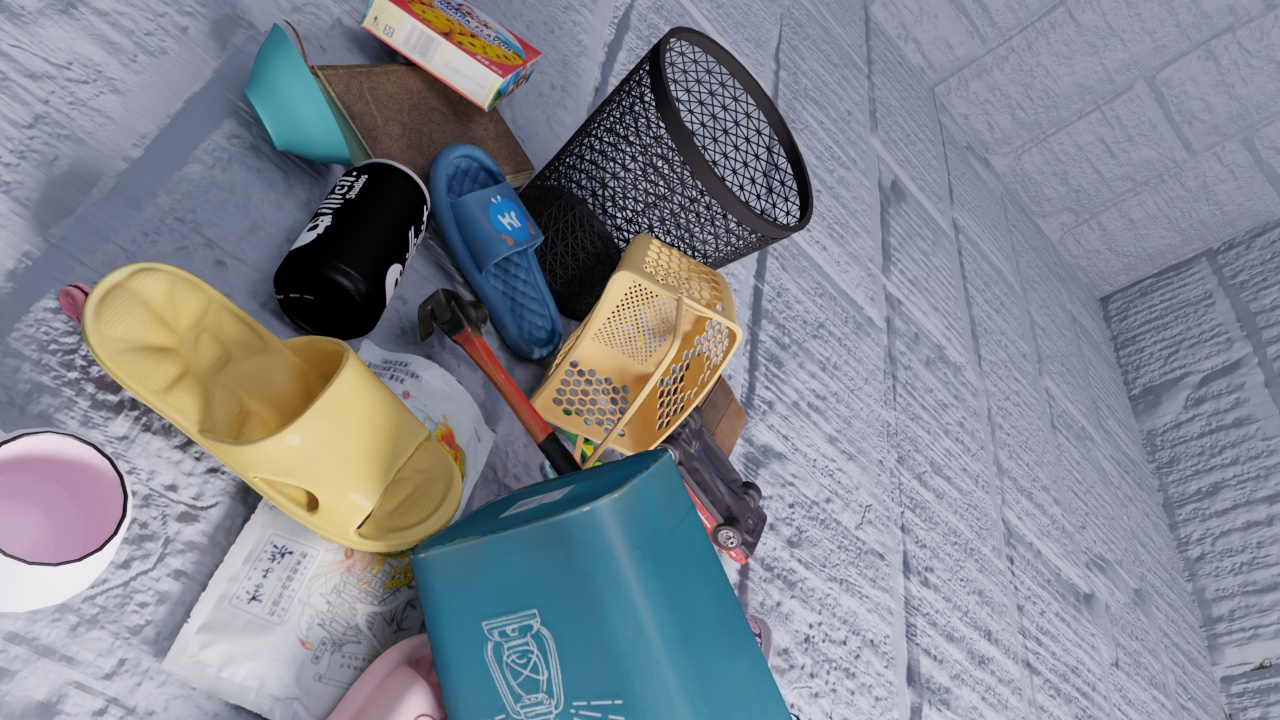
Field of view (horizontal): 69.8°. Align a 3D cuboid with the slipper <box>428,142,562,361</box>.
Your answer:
[{"bbox_3d":[-0.121,-0.102,0.847,0.103,0.059,0.214,-47,118,-54],"label":"slipper"}]

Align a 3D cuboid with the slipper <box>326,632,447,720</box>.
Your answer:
[{"bbox_3d":[-0.159,0.262,0.547,0.220,0.056,0.107,-51,125,-51],"label":"slipper"}]

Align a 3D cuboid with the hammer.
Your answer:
[{"bbox_3d":[-0.066,0.073,0.730,0.333,0.033,0.133,51,4,9],"label":"hammer"}]

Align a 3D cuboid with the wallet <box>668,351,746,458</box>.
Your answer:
[{"bbox_3d":[0.074,0.056,1.023,0.098,0.027,0.120,57,33,-13],"label":"wallet"}]

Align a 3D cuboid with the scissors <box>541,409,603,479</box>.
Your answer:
[{"bbox_3d":[-0.046,0.106,0.854,0.129,0.012,0.116,53,36,-6],"label":"scissors"}]

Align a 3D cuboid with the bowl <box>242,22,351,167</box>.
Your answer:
[{"bbox_3d":[-0.282,-0.201,0.733,0.046,0.121,0.121,-30,90,-16],"label":"bowl"}]

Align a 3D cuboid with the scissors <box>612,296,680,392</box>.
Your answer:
[{"bbox_3d":[0.012,-0.016,1.015,0.125,0.013,0.129,-18,84,-55],"label":"scissors"}]

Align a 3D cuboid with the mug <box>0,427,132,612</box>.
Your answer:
[{"bbox_3d":[-0.326,0.069,0.474,0.124,0.076,0.090,58,35,-2],"label":"mug"}]

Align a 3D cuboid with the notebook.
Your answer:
[{"bbox_3d":[-0.214,-0.235,0.874,0.190,0.035,0.214,59,34,-1],"label":"notebook"}]

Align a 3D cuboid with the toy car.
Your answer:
[{"bbox_3d":[0.062,0.119,0.939,0.189,0.056,0.081,51,37,-10],"label":"toy car"}]

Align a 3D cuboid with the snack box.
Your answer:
[{"bbox_3d":[-0.184,-0.321,0.920,0.142,0.040,0.144,33,29,-7],"label":"snack box"}]

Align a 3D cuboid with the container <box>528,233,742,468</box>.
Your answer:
[{"bbox_3d":[-0.005,0.005,0.806,0.129,0.184,0.166,27,36,-13],"label":"container"}]

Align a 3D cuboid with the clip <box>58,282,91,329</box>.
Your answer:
[{"bbox_3d":[-0.336,-0.024,0.580,0.049,0.023,0.058,-11,75,-59],"label":"clip"}]

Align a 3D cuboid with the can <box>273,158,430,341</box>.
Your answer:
[{"bbox_3d":[-0.221,-0.088,0.718,0.080,0.080,0.145,40,39,-25],"label":"can"}]

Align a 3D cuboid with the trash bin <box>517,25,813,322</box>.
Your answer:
[{"bbox_3d":[0.007,-0.162,0.911,0.217,0.244,0.216,31,44,-35],"label":"trash bin"}]

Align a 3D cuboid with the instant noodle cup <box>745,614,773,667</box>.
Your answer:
[{"bbox_3d":[0.022,0.241,0.764,0.122,0.122,0.136,38,48,-13],"label":"instant noodle cup"}]

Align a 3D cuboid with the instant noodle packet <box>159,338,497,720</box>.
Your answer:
[{"bbox_3d":[-0.191,0.118,0.633,0.147,0.057,0.268,39,45,-25],"label":"instant noodle packet"}]

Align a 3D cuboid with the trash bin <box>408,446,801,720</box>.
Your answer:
[{"bbox_3d":[-0.028,0.191,0.603,0.218,0.197,0.198,71,20,-2],"label":"trash bin"}]

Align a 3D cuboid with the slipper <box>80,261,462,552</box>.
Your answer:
[{"bbox_3d":[-0.221,0.029,0.578,0.263,0.079,0.099,39,54,-15],"label":"slipper"}]
